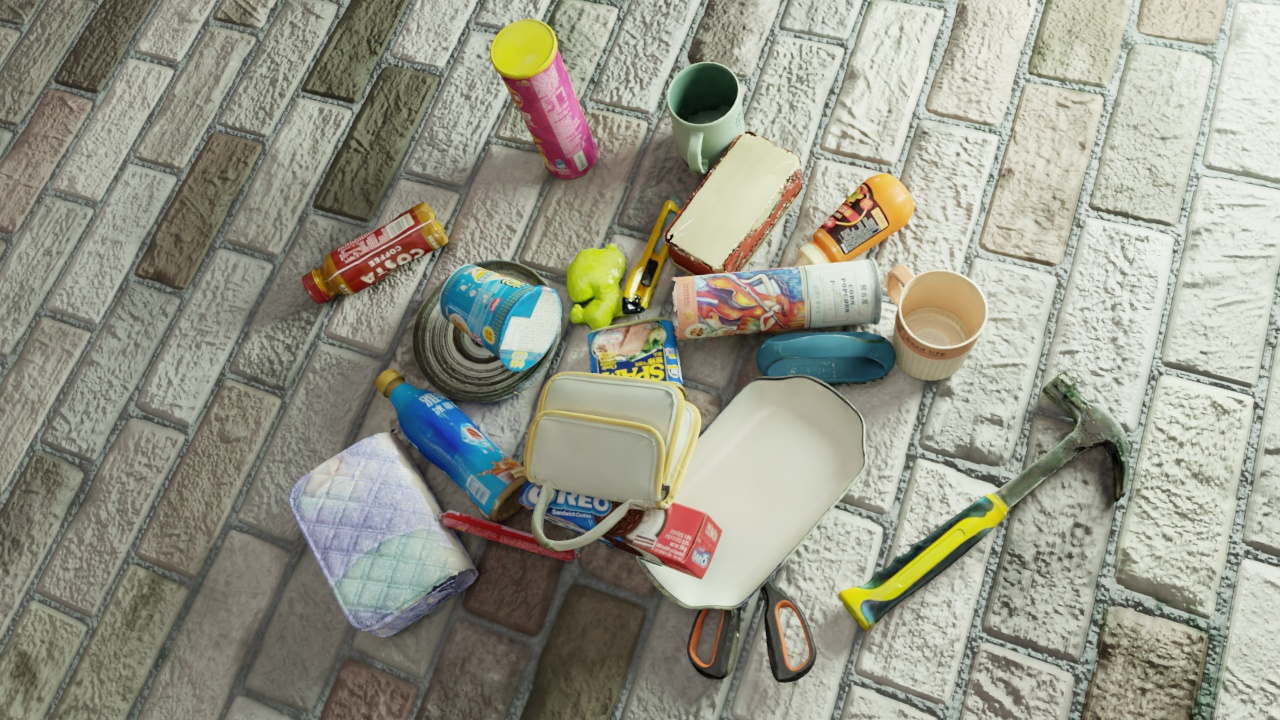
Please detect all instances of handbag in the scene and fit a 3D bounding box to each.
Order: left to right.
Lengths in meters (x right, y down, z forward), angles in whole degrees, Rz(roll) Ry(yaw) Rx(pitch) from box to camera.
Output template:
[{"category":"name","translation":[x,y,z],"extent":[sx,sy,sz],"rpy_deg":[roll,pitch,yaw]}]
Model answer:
[{"category":"handbag","translation":[-0.275,0.184,0.978],"extent":[0.134,0.076,0.194],"rpy_deg":[-33,69,-7]},{"category":"handbag","translation":[-0.041,0.101,0.892],"extent":[0.164,0.063,0.178],"rpy_deg":[6,68,30]}]

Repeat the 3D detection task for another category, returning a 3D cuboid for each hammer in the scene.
[{"category":"hammer","translation":[0.336,0.153,0.895],"extent":[0.323,0.032,0.126],"rpy_deg":[-37,67,-4]}]

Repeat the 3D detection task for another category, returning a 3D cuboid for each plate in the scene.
[{"category":"plate","translation":[-0.176,-0.032,1.064],"extent":[0.179,0.024,0.179],"rpy_deg":[-4,68,10]},{"category":"plate","translation":[0.111,0.133,0.925],"extent":[0.265,0.034,0.162],"rpy_deg":[-48,55,-4]}]

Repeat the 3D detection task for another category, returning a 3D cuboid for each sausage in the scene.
[{"category":"sausage","translation":[-0.137,0.184,0.961],"extent":[0.156,0.020,0.020],"rpy_deg":[17,73,-3]}]

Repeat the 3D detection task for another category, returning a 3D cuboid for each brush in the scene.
[{"category":"brush","translation":[0.193,-0.004,0.957],"extent":[0.144,0.073,0.055],"rpy_deg":[-1,74,10]}]

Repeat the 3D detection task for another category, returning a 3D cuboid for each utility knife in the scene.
[{"category":"utility knife","translation":[0.016,-0.124,1.055],"extent":[0.033,0.015,0.167],"rpy_deg":[28,70,-17]}]

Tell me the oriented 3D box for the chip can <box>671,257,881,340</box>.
[{"category":"chip can","translation":[0.142,-0.064,0.977],"extent":[0.215,0.071,0.071],"rpy_deg":[-5,70,5]}]

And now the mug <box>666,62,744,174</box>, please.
[{"category":"mug","translation":[0.075,-0.264,1.054],"extent":[0.082,0.106,0.111],"rpy_deg":[9,72,12]}]

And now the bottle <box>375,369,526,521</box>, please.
[{"category":"bottle","translation":[-0.212,0.085,1.006],"extent":[0.219,0.065,0.065],"rpy_deg":[39,81,21]}]

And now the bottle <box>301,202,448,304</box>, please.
[{"category":"bottle","translation":[-0.321,-0.126,1.106],"extent":[0.175,0.057,0.057],"rpy_deg":[-29,68,0]}]

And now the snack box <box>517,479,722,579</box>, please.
[{"category":"snack box","translation":[-0.024,0.156,0.922],"extent":[0.208,0.058,0.057],"rpy_deg":[14,69,32]}]

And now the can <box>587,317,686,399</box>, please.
[{"category":"can","translation":[-0.006,0.006,1.000],"extent":[0.102,0.057,0.083],"rpy_deg":[-10,67,7]}]

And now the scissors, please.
[{"category":"scissors","translation":[0.121,0.214,0.917],"extent":[0.198,0.022,0.226],"rpy_deg":[28,78,27]}]

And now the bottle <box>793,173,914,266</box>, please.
[{"category":"bottle","translation":[0.227,-0.139,1.009],"extent":[0.149,0.067,0.066],"rpy_deg":[-39,68,3]}]

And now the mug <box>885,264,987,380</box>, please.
[{"category":"mug","translation":[0.290,-0.044,0.934],"extent":[0.081,0.106,0.114],"rpy_deg":[-35,68,-3]}]

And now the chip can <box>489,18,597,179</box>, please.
[{"category":"chip can","translation":[-0.105,-0.289,1.041],"extent":[0.071,0.210,0.071],"rpy_deg":[-3,71,9]}]

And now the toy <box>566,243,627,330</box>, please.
[{"category":"toy","translation":[-0.051,-0.086,1.055],"extent":[0.096,0.031,0.100],"rpy_deg":[-38,72,-7]}]

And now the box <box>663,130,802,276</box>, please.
[{"category":"box","translation":[0.107,-0.170,1.031],"extent":[0.091,0.077,0.168],"rpy_deg":[33,80,20]}]

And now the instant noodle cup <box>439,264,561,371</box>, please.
[{"category":"instant noodle cup","translation":[-0.159,-0.055,1.011],"extent":[0.110,0.099,0.099],"rpy_deg":[27,77,28]}]
